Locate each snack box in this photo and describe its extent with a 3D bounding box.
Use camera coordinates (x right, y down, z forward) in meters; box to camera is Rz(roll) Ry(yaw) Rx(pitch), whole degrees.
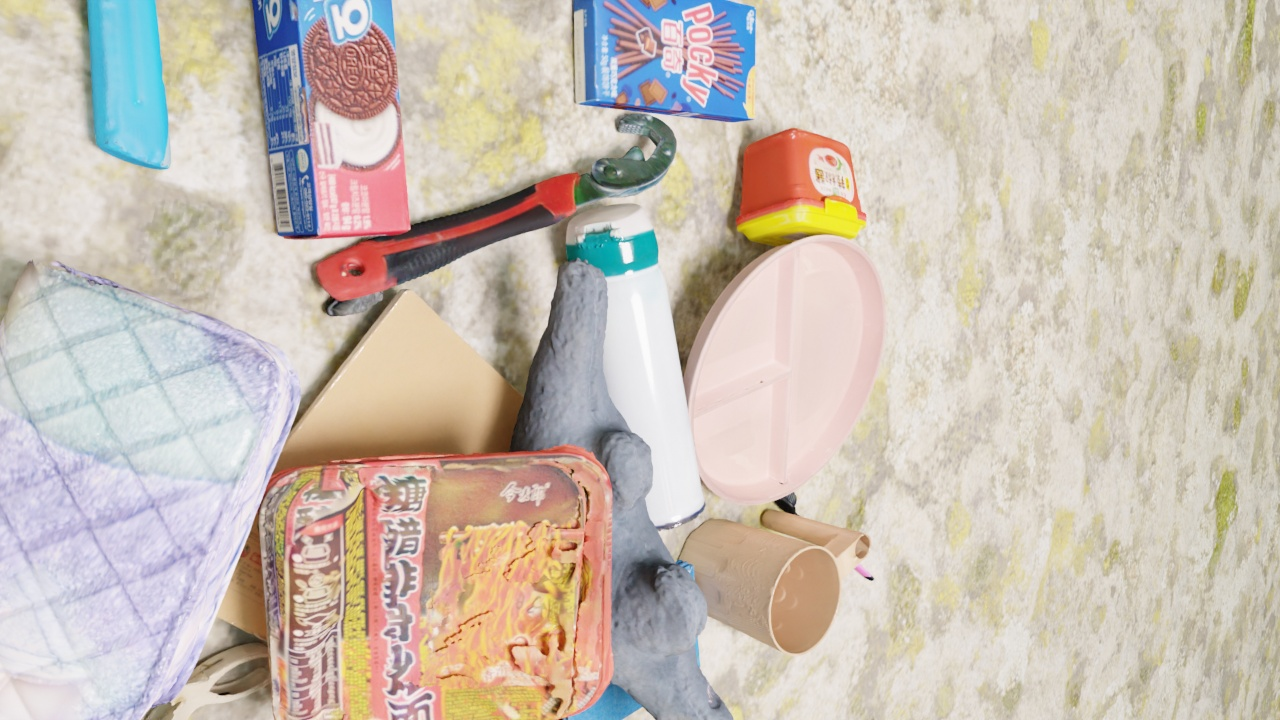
[{"bbox_3d":[0.125,-0.135,0.729,0.091,0.082,0.080,3,80,-41],"label":"snack box"},{"bbox_3d":[-0.168,-0.170,0.487,0.058,0.057,0.207,-11,103,-42],"label":"snack box"},{"bbox_3d":[0.022,-0.221,0.660,0.156,0.026,0.084,-6,100,-39],"label":"snack box"}]

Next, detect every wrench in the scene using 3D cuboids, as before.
[{"bbox_3d":[-0.076,-0.099,0.584,0.272,0.016,0.056,-32,72,-31],"label":"wrench"}]

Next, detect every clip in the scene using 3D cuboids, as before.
[{"bbox_3d":[-0.251,0.168,0.480,0.102,0.035,0.092,-40,121,-34],"label":"clip"}]

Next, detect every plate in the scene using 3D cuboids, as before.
[{"bbox_3d":[0.117,0.008,0.742,0.228,0.028,0.230,-18,121,-34],"label":"plate"}]

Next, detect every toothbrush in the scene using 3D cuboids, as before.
[{"bbox_3d":[-0.113,-0.072,0.575,0.188,0.017,0.014,-35,127,-33],"label":"toothbrush"},{"bbox_3d":[0.173,0.162,0.848,0.189,0.014,0.017,42,57,-36],"label":"toothbrush"}]

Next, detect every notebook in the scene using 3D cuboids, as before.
[{"bbox_3d":[-0.155,0.081,0.555,0.207,0.008,0.148,-57,132,-18],"label":"notebook"}]

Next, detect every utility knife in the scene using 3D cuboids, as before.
[{"bbox_3d":[-0.250,-0.194,0.440,0.034,0.018,0.199,-10,102,-51],"label":"utility knife"}]

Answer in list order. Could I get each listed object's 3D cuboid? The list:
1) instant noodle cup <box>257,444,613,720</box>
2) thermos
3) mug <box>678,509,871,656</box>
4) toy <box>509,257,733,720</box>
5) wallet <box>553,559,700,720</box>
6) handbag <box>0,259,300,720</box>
[{"bbox_3d":[-0.110,0.124,0.518,0.188,0.079,0.164,-1,103,-15],"label":"instant noodle cup"},{"bbox_3d":[-0.004,0.004,0.645,0.073,0.073,0.224,-22,109,-36],"label":"thermos"},{"bbox_3d":[0.105,0.164,0.731,0.124,0.104,0.084,-33,116,-32],"label":"mug"},{"bbox_3d":[-0.018,0.117,0.593,0.091,0.138,0.356,-26,98,-48],"label":"toy"},{"bbox_3d":[-0.010,0.217,0.688,0.132,0.040,0.106,-18,112,-38],"label":"wallet"},{"bbox_3d":[-0.250,0.064,0.421,0.134,0.076,0.193,21,80,-7],"label":"handbag"}]
